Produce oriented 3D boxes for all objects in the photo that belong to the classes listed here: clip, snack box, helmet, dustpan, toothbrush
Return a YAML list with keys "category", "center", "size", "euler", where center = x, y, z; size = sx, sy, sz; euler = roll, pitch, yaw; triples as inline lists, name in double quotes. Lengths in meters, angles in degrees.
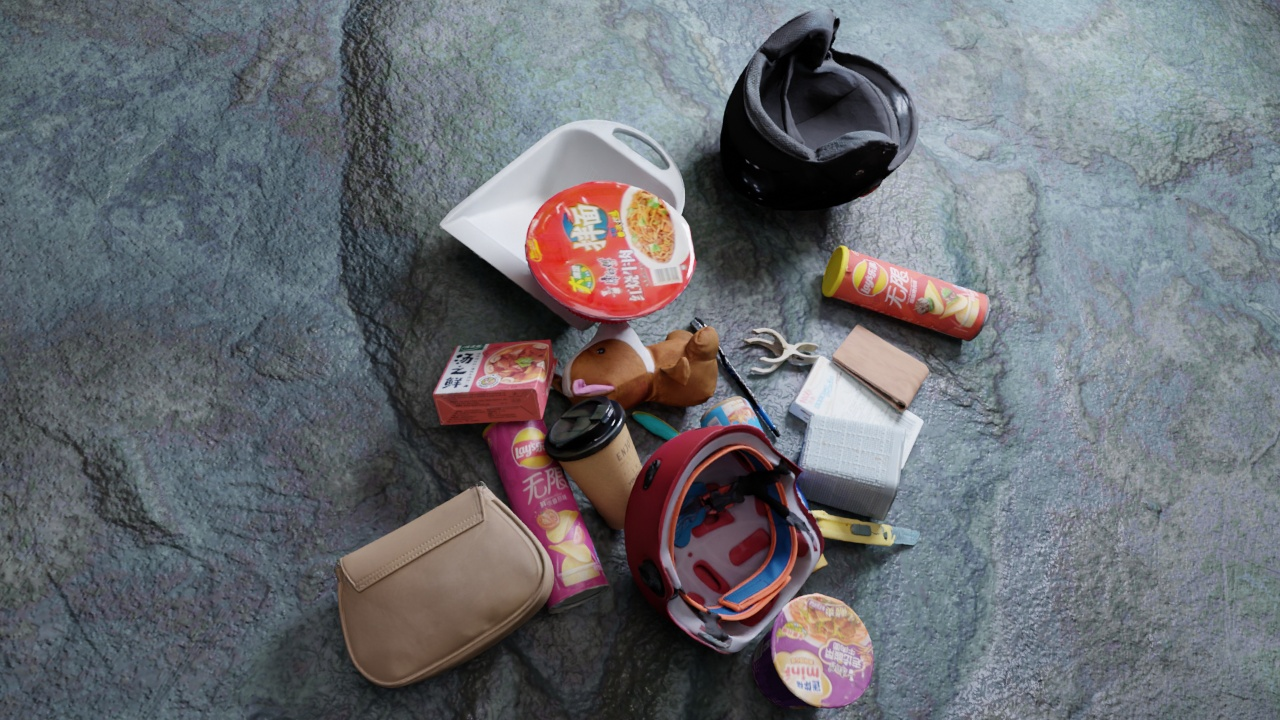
- category: "clip"
  center: [0.177, -0.021, 1.185]
  size: [0.103, 0.035, 0.092]
  euler: [-22, 69, -29]
- category: "snack box"
  center: [0.274, 0.070, 1.162]
  size: [0.157, 0.027, 0.084]
  euler: [32, 58, 5]
- category: "helmet"
  center: [0.240, -0.322, 1.261]
  size: [0.274, 0.231, 0.233]
  euler: [-9, 72, -30]
- category: "snack box"
  center: [-0.157, 0.016, 1.017]
  size: [0.113, 0.044, 0.126]
  euler: [-4, 31, 7]
- category: "helmet"
  center: [0.063, 0.169, 0.953]
  size: [0.206, 0.144, 0.240]
  euler: [-39, 118, -30]
- category: "dustpan"
  center: [-0.069, -0.194, 1.133]
  size: [0.223, 0.143, 0.257]
  euler: [37, 33, 8]
- category: "toothbrush"
  center: [0.118, 0.021, 1.157]
  size: [0.016, 0.014, 0.189]
  euler: [-26, 71, -25]

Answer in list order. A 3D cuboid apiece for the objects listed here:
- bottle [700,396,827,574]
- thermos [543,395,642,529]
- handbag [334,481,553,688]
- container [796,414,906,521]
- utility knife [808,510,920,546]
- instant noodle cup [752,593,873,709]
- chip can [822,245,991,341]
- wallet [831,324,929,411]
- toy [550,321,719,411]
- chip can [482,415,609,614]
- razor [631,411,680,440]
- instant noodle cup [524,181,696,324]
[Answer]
- category: "bottle"
  center: [0.147, 0.146, 1.062]
  size: [0.065, 0.065, 0.218]
  euler: [-21, 68, -24]
- category: "thermos"
  center: [-0.039, 0.111, 0.986]
  size: [0.092, 0.093, 0.143]
  euler: [-46, 123, -31]
- category: "handbag"
  center: [-0.192, 0.222, 0.902]
  size: [0.204, 0.100, 0.147]
  euler: [-28, 75, -9]
- category: "container"
  center: [0.243, 0.122, 1.079]
  size: [0.111, 0.090, 0.089]
  euler: [13, 58, 10]
- category: "utility knife"
  center: [0.257, 0.197, 1.062]
  size: [0.196, 0.020, 0.031]
  euler: [16, 71, -36]
- category: "instant noodle cup"
  center: [0.172, 0.312, 0.953]
  size: [0.111, 0.099, 0.111]
  euler: [6, 59, -10]
- category: "chip can"
  center: [0.360, -0.089, 1.250]
  size: [0.216, 0.073, 0.073]
  euler: [18, 58, -5]
- category: "wallet"
  center: [0.313, 0.007, 1.197]
  size: [0.115, 0.020, 0.101]
  euler: [36, 41, 13]
- category: "toy"
  center: [-0.006, 0.006, 1.071]
  size: [0.199, 0.140, 0.130]
  euler: [-15, 92, -18]
- category: "chip can"
  center: [-0.103, 0.159, 0.984]
  size: [0.071, 0.072, 0.210]
  euler: [-15, 66, -22]
- category: "razor"
  center: [0.044, 0.101, 1.082]
  size: [0.132, 0.043, 0.028]
  euler: [38, 40, 14]
- category: "instant noodle cup"
  center: [-0.036, -0.112, 1.051]
  size: [0.194, 0.066, 0.193]
  euler: [3, 59, -6]
